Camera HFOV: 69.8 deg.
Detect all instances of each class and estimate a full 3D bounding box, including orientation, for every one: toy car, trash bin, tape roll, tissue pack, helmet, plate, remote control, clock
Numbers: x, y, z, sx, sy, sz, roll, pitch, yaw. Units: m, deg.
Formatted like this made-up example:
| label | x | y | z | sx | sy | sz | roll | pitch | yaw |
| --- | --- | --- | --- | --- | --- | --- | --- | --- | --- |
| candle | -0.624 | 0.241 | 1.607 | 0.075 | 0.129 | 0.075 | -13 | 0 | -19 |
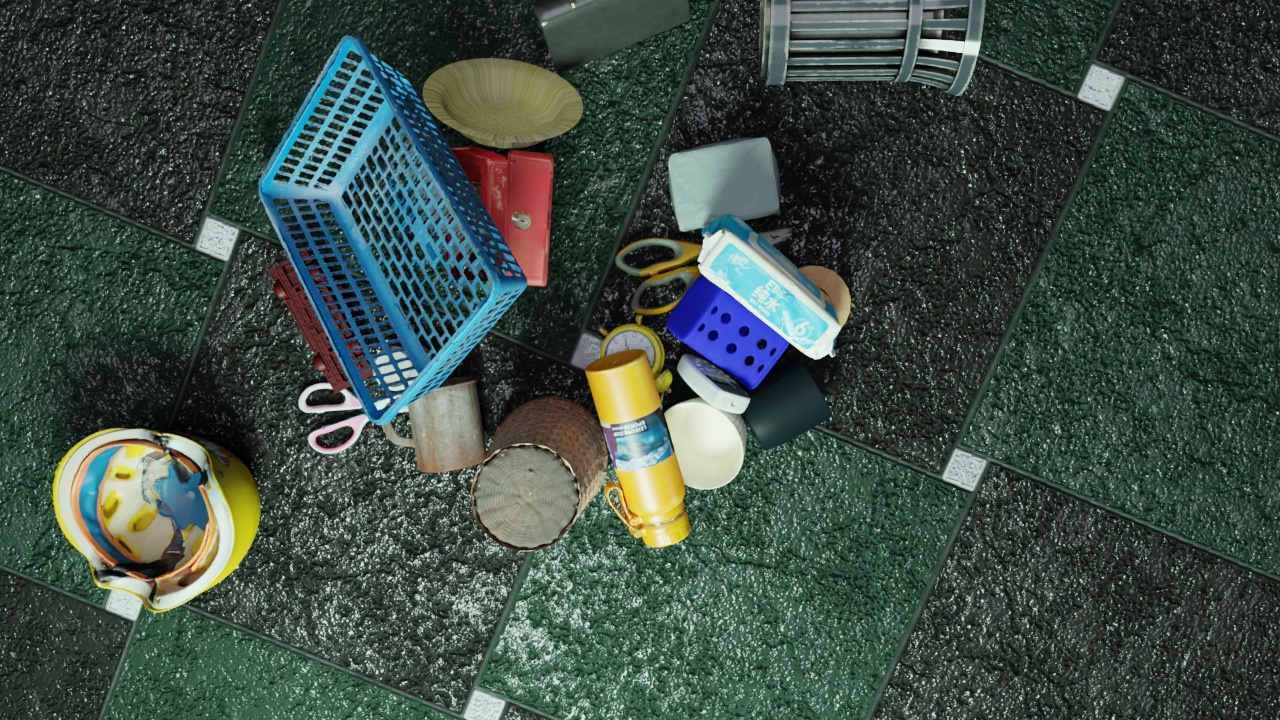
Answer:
| label | x | y | z | sx | sy | sz | roll | pitch | yaw |
| --- | --- | --- | --- | --- | --- | --- | --- | --- | --- |
| toy car | -0.389 | -0.049 | 1.145 | 0.070 | 0.062 | 0.170 | -27 | 95 | 4 |
| trash bin | -0.116 | 0.130 | 1.084 | 0.151 | 0.210 | 0.151 | 0 | 96 | 0 |
| tape roll | 0.213 | -0.071 | 1.146 | 0.094 | 0.027 | 0.094 | 0 | 96 | 1 |
| tissue pack | 0.154 | -0.084 | 1.067 | 0.209 | 0.116 | 0.066 | 40 | 109 | -6 |
| helmet | -0.579 | 0.180 | 1.140 | 0.240 | 0.139 | 0.209 | 27 | 96 | 11 |
| trash bin | 0.253 | -0.388 | 1.048 | 0.227 | 0.164 | 0.164 | 1 | 96 | 5 |
| plate | -0.162 | -0.294 | 1.082 | 0.184 | 0.183 | 0.036 | 13 | 135 | 0 |
| remote control | 0.086 | 0.027 | 1.119 | 0.060 | 0.114 | 0.028 | 16 | 107 | -31 |
| clock | -0.007 | 0.007 | 1.144 | 0.083 | 0.057 | 0.118 | -18 | 89 | 3 |

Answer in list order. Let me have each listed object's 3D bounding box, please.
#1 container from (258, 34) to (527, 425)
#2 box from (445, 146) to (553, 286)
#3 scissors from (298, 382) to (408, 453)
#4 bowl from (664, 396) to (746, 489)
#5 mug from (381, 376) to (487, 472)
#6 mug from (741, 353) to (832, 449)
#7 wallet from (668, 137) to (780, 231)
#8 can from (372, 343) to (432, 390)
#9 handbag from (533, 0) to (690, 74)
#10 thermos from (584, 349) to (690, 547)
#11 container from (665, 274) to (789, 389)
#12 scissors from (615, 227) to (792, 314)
| label | x | y | z | sx | sy | sz | roll | pitch | yaw |
| --- | --- | --- | --- | --- | --- | --- | --- | --- | --- |
| container | -0.277 | -0.143 | 1.029 | 0.258 | 0.089 | 0.362 | -43 | 69 | 32 |
| box | -0.151 | -0.170 | 1.094 | 0.126 | 0.137 | 0.157 | 2 | 98 | 9 |
| scissors | -0.353 | 0.051 | 1.180 | 0.178 | 0.016 | 0.101 | -20 | 95 | 4 |
| bowl | 0.081 | 0.095 | 1.136 | 0.115 | 0.062 | 0.115 | 9 | 112 | 22 |
| mug | -0.257 | 0.081 | 1.139 | 0.123 | 0.096 | 0.110 | -9 | 92 | -5 |
| mug | 0.166 | 0.041 | 1.139 | 0.094 | 0.085 | 0.121 | -30 | 67 | 4 |
| wallet | 0.102 | -0.215 | 1.122 | 0.132 | 0.054 | 0.100 | -8 | 88 | 5 |
| can | -0.291 | 0.005 | 1.131 | 0.054 | 0.096 | 0.054 | 0 | 96 | 1 |
| handbag | -0.035 | -0.408 | 1.030 | 0.176 | 0.195 | 0.072 | -21 | 95 | 3 |
| thermos | -0.006 | 0.109 | 1.098 | 0.091 | 0.076 | 0.233 | -12 | 105 | 14 |
| container | 0.104 | -0.036 | 1.106 | 0.113 | 0.085 | 0.084 | 33 | 97 | -23 |
| scissors | 0.080 | -0.137 | 1.144 | 0.229 | 0.016 | 0.114 | -24 | 77 | -5 |
